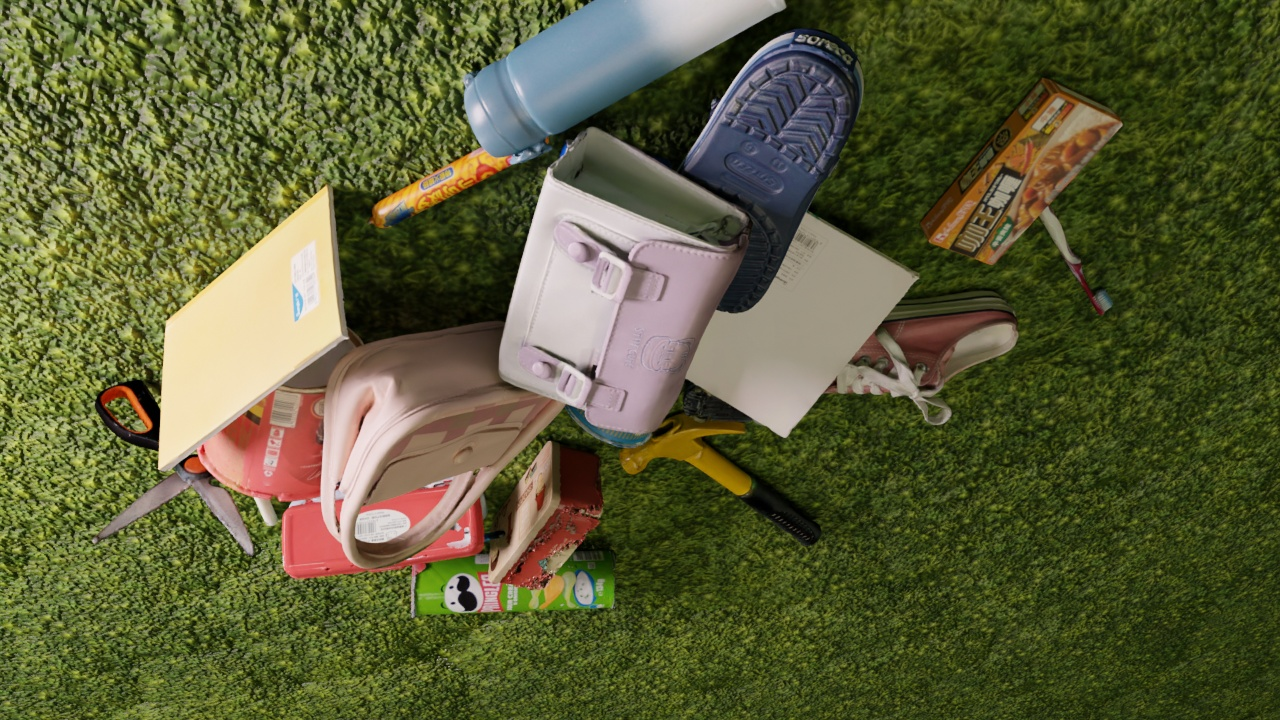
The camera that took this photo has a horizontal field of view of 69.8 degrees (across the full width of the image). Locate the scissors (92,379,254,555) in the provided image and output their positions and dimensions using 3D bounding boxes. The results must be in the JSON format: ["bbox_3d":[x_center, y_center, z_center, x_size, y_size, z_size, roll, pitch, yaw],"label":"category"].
[{"bbox_3d":[-0.365,0.081,0.769,0.220,0.233,0.022,-24,142,-48],"label":"scissors"}]

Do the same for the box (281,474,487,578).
[{"bbox_3d":[-0.264,0.176,0.969,0.201,0.095,0.100,-7,162,-5],"label":"box"}]

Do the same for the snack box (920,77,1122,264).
[{"bbox_3d":[0.306,-0.149,0.747,0.075,0.026,0.154,14,133,-23],"label":"snack box"}]

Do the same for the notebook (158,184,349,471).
[{"bbox_3d":[-0.296,-0.024,0.688,0.207,0.145,0.010,-32,144,22],"label":"notebook"}]

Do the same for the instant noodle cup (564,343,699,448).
[{"bbox_3d":[-0.005,0.005,0.816,0.099,0.099,0.110,18,123,-27],"label":"instant noodle cup"}]

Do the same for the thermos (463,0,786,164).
[{"bbox_3d":[-0.015,-0.205,0.601,0.221,0.070,0.070,-26,135,17],"label":"thermos"}]

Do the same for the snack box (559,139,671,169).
[{"bbox_3d":[-0.040,-0.099,0.738,0.084,0.026,0.158,8,135,-19],"label":"snack box"}]

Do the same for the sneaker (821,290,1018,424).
[{"bbox_3d":[0.237,0.001,0.851,0.241,0.087,0.118,-11,138,1],"label":"sneaker"}]

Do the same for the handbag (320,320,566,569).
[{"bbox_3d":[-0.182,0.086,0.783,0.192,0.093,0.235,-11,137,-51],"label":"handbag"}]

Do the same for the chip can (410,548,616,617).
[{"bbox_3d":[-0.147,0.258,1.074,0.236,0.072,0.072,0,137,-11],"label":"chip can"}]

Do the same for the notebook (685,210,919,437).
[{"bbox_3d":[0.118,-0.035,0.804,0.150,0.012,0.210,30,128,-3],"label":"notebook"}]

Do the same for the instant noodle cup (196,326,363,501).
[{"bbox_3d":[-0.289,0.032,0.763,0.137,0.137,0.109,11,126,-21],"label":"instant noodle cup"}]

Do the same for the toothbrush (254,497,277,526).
[{"bbox_3d":[-0.384,0.110,0.910,0.029,0.020,0.190,21,139,12],"label":"toothbrush"}]

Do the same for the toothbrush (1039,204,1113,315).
[{"bbox_3d":[0.395,-0.093,0.832,0.017,0.016,0.187,-38,131,17],"label":"toothbrush"}]

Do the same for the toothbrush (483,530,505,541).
[{"bbox_3d":[-0.224,0.205,1.014,0.190,0.014,0.016,-16,128,30],"label":"toothbrush"}]

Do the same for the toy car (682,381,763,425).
[{"bbox_3d":[0.094,0.037,0.907,0.105,0.031,0.049,4,137,-12],"label":"toy car"}]

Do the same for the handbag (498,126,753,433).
[{"bbox_3d":[-0.017,-0.046,0.678,0.145,0.098,0.198,23,134,1],"label":"handbag"}]

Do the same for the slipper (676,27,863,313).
[{"bbox_3d":[0.081,-0.139,0.671,0.105,0.095,0.253,26,143,1],"label":"slipper"}]

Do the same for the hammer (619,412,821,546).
[{"bbox_3d":[0.115,0.139,1.021,0.129,0.032,0.300,-31,133,24],"label":"hammer"}]

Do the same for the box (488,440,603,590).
[{"bbox_3d":[-0.095,0.172,0.974,0.077,0.091,0.169,17,131,-22],"label":"box"}]

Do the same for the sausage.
[{"bbox_3d":[-0.136,-0.137,0.684,0.165,0.021,0.021,-23,136,15],"label":"sausage"}]
